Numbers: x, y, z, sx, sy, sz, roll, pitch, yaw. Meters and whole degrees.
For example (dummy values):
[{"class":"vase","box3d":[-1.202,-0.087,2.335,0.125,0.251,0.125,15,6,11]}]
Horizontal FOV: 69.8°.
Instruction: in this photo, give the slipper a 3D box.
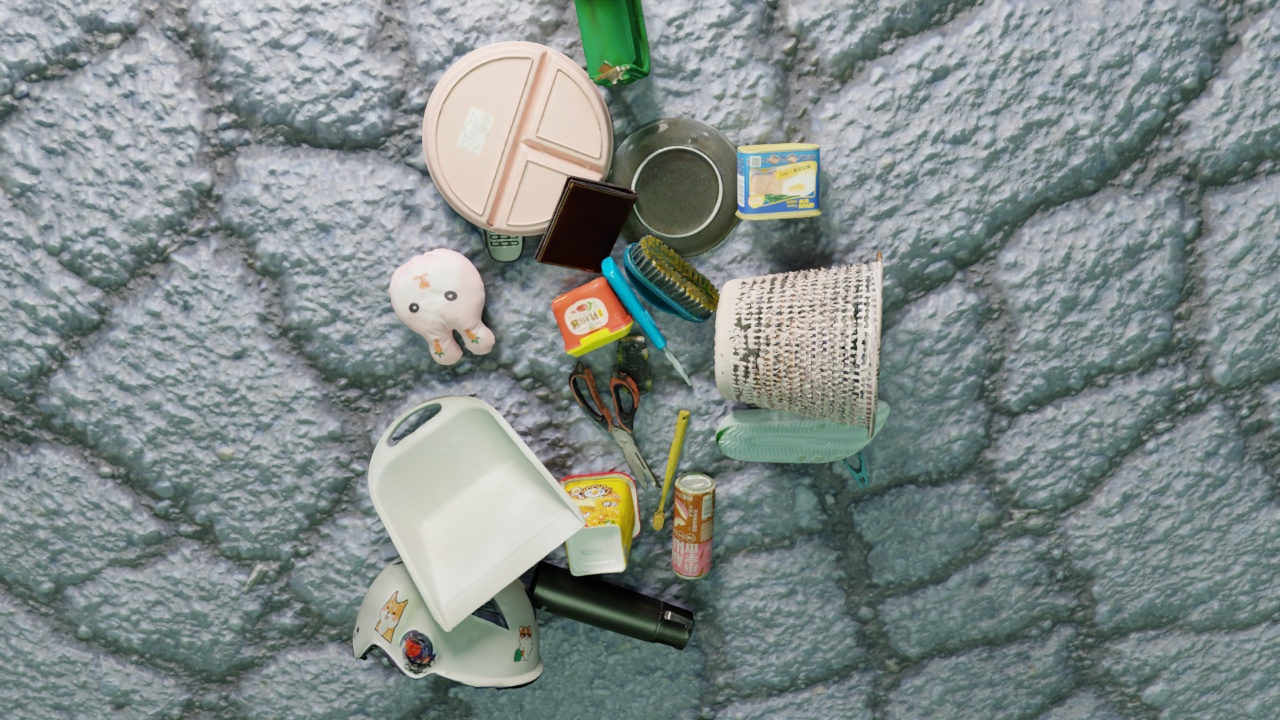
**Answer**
[{"class":"slipper","box3d":[0.214,0.084,1.228,0.245,0.074,0.104,-2,136,-16]}]

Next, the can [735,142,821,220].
[{"class":"can","box3d":[0.168,-0.218,1.115,0.102,0.057,0.083,-4,110,-5]}]

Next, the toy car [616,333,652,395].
[{"class":"toy car","box3d":[-0.007,0.007,1.223,0.042,0.035,0.090,-4,123,5]}]

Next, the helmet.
[{"class":"helmet","box3d":[-0.256,0.338,1.267,0.274,0.229,0.157,6,89,30]}]

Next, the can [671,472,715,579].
[{"class":"can","box3d":[0.075,0.236,1.304,0.058,0.057,0.147,1,112,0]}]

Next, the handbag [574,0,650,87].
[{"class":"handbag","box3d":[-0.034,-0.372,1.022,0.068,0.120,0.131,-8,114,9]}]

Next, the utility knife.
[{"class":"utility knife","box3d":[0.013,-0.043,1.198,0.018,0.034,0.216,-28,118,15]}]

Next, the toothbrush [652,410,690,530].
[{"class":"toothbrush","box3d":[0.043,0.157,1.294,0.015,0.016,0.190,11,112,-5]}]

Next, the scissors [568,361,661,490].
[{"class":"scissors","box3d":[-0.019,0.091,1.252,0.202,0.015,0.205,32,132,1]}]

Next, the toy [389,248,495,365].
[{"class":"toy","box3d":[-0.252,-0.066,1.188,0.121,0.054,0.159,-19,119,8]}]

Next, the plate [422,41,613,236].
[{"class":"plate","box3d":[-0.146,-0.262,1.099,0.229,0.028,0.230,-2,107,-6]}]

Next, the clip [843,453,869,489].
[{"class":"clip","box3d":[0.309,0.158,1.295,0.038,0.013,0.055,-24,111,10]}]

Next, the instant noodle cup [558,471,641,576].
[{"class":"instant noodle cup","box3d":[-0.060,0.229,1.267,0.116,0.123,0.116,-6,113,3]}]

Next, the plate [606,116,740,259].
[{"class":"plate","box3d":[0.045,-0.210,1.140,0.179,0.024,0.180,0,112,1]}]

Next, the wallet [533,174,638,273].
[{"class":"wallet","box3d":[-0.068,-0.164,1.131,0.096,0.020,0.123,8,127,-29]}]

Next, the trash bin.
[{"class":"trash bin","box3d":[0.195,-0.022,1.129,0.192,0.227,0.228,3,113,12]}]

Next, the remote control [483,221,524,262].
[{"class":"remote control","box3d":[-0.173,-0.191,1.148,0.053,0.024,0.136,-2,110,0]}]

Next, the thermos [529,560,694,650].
[{"class":"thermos","box3d":[-0.040,0.357,1.345,0.242,0.068,0.090,19,146,-8]}]

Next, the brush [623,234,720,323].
[{"class":"brush","box3d":[0.033,-0.097,1.169,0.144,0.055,0.074,37,135,-21]}]

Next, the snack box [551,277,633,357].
[{"class":"snack box","box3d":[-0.064,-0.058,1.177,0.091,0.082,0.080,-24,97,9]}]

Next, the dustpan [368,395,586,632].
[{"class":"dustpan","box3d":[-0.238,0.169,1.192,0.222,0.258,0.143,-37,125,-8]}]
